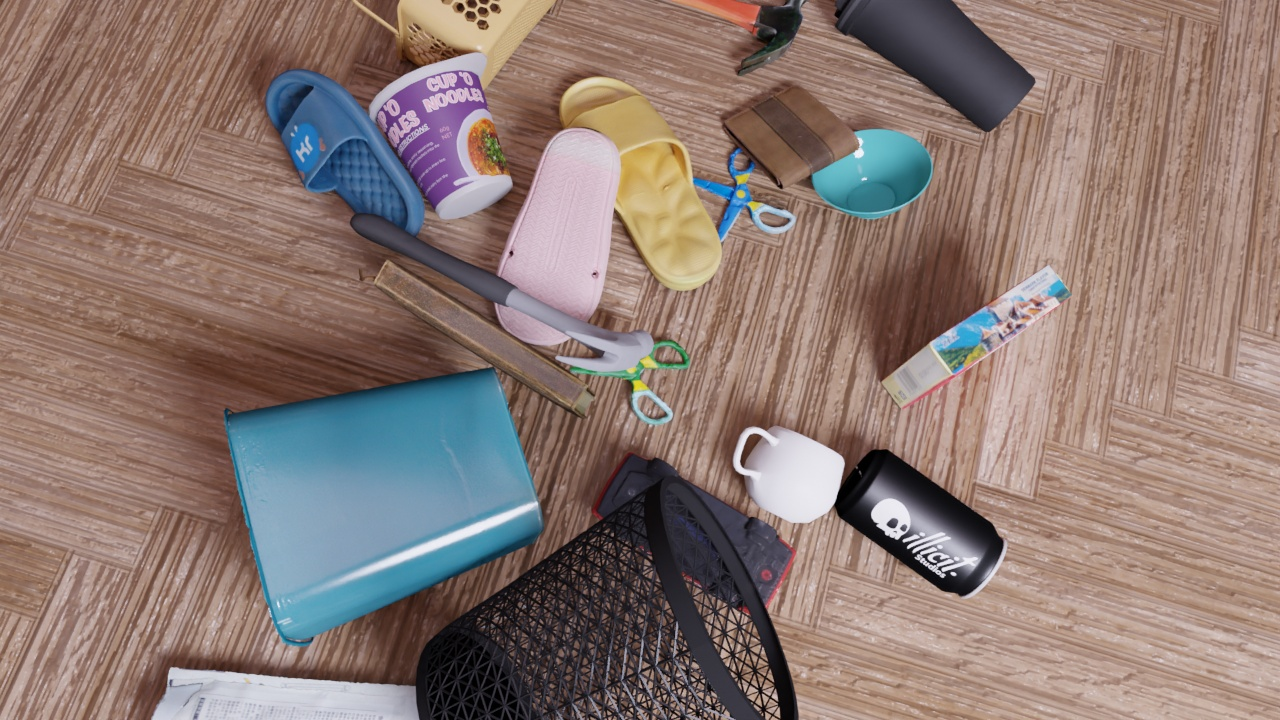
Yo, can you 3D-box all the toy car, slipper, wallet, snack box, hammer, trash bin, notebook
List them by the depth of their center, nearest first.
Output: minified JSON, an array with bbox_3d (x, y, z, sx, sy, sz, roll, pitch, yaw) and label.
[{"bbox_3d":[-0.033,0.246,0.743,0.243,0.216,0.217,-29,78,12],"label":"trash bin"},{"bbox_3d":[-0.213,0.117,0.800,0.218,0.199,0.196,-16,77,-15],"label":"trash bin"},{"bbox_3d":[-0.140,-0.019,0.836,0.215,0.190,0.034,32,86,4],"label":"notebook"},{"bbox_3d":[-0.140,-0.068,0.851,0.311,0.124,0.029,26,105,13],"label":"hammer"},{"bbox_3d":[0.050,0.163,0.867,0.189,0.056,0.081,31,74,4],"label":"toy car"},{"bbox_3d":[0.321,-0.018,0.890,0.144,0.143,0.040,-32,78,-12],"label":"snack box"},{"bbox_3d":[-0.076,-0.121,0.912,0.107,0.055,0.221,17,97,8],"label":"slipper"},{"bbox_3d":[-0.299,-0.202,0.916,0.213,0.104,0.059,47,36,3],"label":"slipper"},{"bbox_3d":[0.005,-0.197,0.949,0.099,0.078,0.263,-24,78,-13],"label":"slipper"},{"bbox_3d":[0.160,-0.240,0.978,0.098,0.027,0.121,-29,56,-8],"label":"wallet"},{"bbox_3d":[0.020,-0.423,1.036,0.333,0.033,0.133,21,76,3],"label":"hammer"}]

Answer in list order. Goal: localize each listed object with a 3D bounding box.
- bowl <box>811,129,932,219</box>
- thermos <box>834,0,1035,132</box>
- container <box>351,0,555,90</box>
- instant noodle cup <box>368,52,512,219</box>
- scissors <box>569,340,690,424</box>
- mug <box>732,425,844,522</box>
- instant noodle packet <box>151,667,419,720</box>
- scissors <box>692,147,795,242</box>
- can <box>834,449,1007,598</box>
[{"bbox_3d":[0.244,-0.185,0.969,0.121,0.046,0.121,-7,55,10],"label":"bowl"},{"bbox_3d":[0.322,-0.347,1.003,0.218,0.106,0.105,41,76,2],"label":"thermos"},{"bbox_3d":[-0.191,-0.403,0.964,0.167,0.129,0.183,36,76,-4],"label":"container"},{"bbox_3d":[-0.185,-0.218,0.924,0.137,0.121,0.122,-26,88,22],"label":"instant noodle cup"},{"bbox_3d":[-0.011,0.018,0.915,0.129,0.012,0.116,-2,80,-16],"label":"scissors"},{"bbox_3d":[0.131,0.104,0.861,0.123,0.090,0.076,30,84,-33],"label":"mug"},{"bbox_3d":[-0.288,0.351,0.804,0.269,0.057,0.146,9,77,-7],"label":"instant noodle packet"},{"bbox_3d":[0.111,-0.176,0.986,0.130,0.013,0.125,26,74,5],"label":"scissors"},{"bbox_3d":[0.264,0.154,0.872,0.146,0.080,0.080,36,75,5],"label":"can"}]
